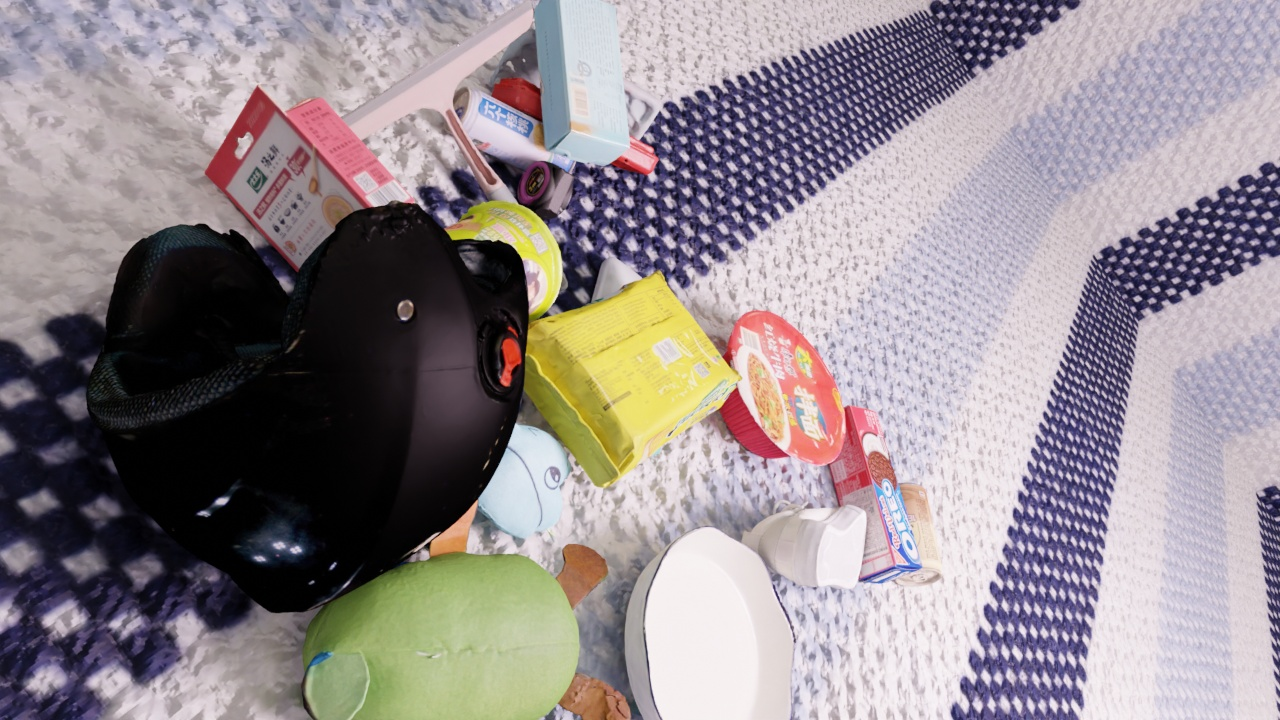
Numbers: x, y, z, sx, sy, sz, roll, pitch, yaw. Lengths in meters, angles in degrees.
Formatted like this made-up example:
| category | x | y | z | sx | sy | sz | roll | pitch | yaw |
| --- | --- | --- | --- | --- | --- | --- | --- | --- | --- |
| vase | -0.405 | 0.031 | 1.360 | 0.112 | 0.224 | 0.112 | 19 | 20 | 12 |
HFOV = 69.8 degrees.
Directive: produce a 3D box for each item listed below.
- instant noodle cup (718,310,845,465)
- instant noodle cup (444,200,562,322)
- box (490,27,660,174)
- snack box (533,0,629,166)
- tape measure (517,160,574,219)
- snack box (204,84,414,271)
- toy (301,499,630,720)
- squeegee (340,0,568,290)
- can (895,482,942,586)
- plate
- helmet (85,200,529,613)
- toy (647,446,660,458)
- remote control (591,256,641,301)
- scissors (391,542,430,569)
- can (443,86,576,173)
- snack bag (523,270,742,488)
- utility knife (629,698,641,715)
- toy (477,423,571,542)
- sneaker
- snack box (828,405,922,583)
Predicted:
| category | x | y | z | sx | sy | sz | roll | pitch | yaw |
| --- | --- | --- | --- | --- | --- | --- | --- | --- | --- |
| instant noodle cup | 0.148 | 0.040 | 1.045 | 0.193 | 0.066 | 0.193 | 27 | 47 | -33 |
| instant noodle cup | -0.140 | -0.068 | 0.756 | 0.111 | 0.112 | 0.123 | 55 | 26 | -2 |
| box | -0.063 | -0.292 | 1.025 | 0.201 | 0.095 | 0.098 | 18 | 96 | -38 |
| snack box | -0.061 | -0.294 | 0.950 | 0.074 | 0.052 | 0.174 | 6 | 72 | -38 |
| tape measure | -0.096 | -0.174 | 0.941 | 0.039 | 0.058 | 0.057 | 19 | 95 | -44 |
| snack box | -0.252 | -0.132 | 0.698 | 0.127 | 0.113 | 0.044 | 49 | 40 | -9 |
| toy | -0.117 | 0.196 | 0.632 | 0.246 | 0.090 | 0.226 | 11 | 66 | -38 |
| squeegee | -0.142 | -0.170 | 0.881 | 0.247 | 0.040 | 0.249 | -40 | 114 | -19 |
| can | 0.330 | 0.212 | 1.122 | 0.058 | 0.059 | 0.116 | 26 | 47 | -33 |
| plate | 0.060 | 0.251 | 0.798 | 0.204 | 0.046 | 0.204 | 25 | 54 | -41 |
| helmet | -0.186 | 0.015 | 0.572 | 0.273 | 0.234 | 0.230 | -31 | 118 | -48 |
| toy | -0.017 | 0.070 | 0.878 | 0.091 | 0.030 | 0.096 | 19 | 59 | -32 |
| remote control | -0.028 | -0.050 | 0.956 | 0.056 | 0.020 | 0.135 | 36 | 43 | -25 |
| scissors | -0.153 | 0.152 | 0.686 | 0.162 | 0.012 | 0.162 | 57 | 36 | -1 |
| can | -0.132 | -0.231 | 0.946 | 0.134 | 0.053 | 0.053 | 19 | 51 | -38 |
| snack bag | -0.005 | 0.005 | 0.861 | 0.158 | 0.068 | 0.245 | 53 | 38 | 5 |
| utility knife | 0.033 | 0.243 | 0.820 | 0.029 | 0.013 | 0.186 | 48 | 41 | -7 |
| toy | -0.113 | 0.082 | 0.738 | 0.161 | 0.050 | 0.156 | -22 | 94 | -56 |
| sneaker | 0.175 | 0.193 | 0.965 | 0.242 | 0.091 | 0.089 | 15 | 82 | -63 |
| snack box | 0.272 | 0.160 | 1.100 | 0.057 | 0.058 | 0.207 | 14 | 54 | -37 |
